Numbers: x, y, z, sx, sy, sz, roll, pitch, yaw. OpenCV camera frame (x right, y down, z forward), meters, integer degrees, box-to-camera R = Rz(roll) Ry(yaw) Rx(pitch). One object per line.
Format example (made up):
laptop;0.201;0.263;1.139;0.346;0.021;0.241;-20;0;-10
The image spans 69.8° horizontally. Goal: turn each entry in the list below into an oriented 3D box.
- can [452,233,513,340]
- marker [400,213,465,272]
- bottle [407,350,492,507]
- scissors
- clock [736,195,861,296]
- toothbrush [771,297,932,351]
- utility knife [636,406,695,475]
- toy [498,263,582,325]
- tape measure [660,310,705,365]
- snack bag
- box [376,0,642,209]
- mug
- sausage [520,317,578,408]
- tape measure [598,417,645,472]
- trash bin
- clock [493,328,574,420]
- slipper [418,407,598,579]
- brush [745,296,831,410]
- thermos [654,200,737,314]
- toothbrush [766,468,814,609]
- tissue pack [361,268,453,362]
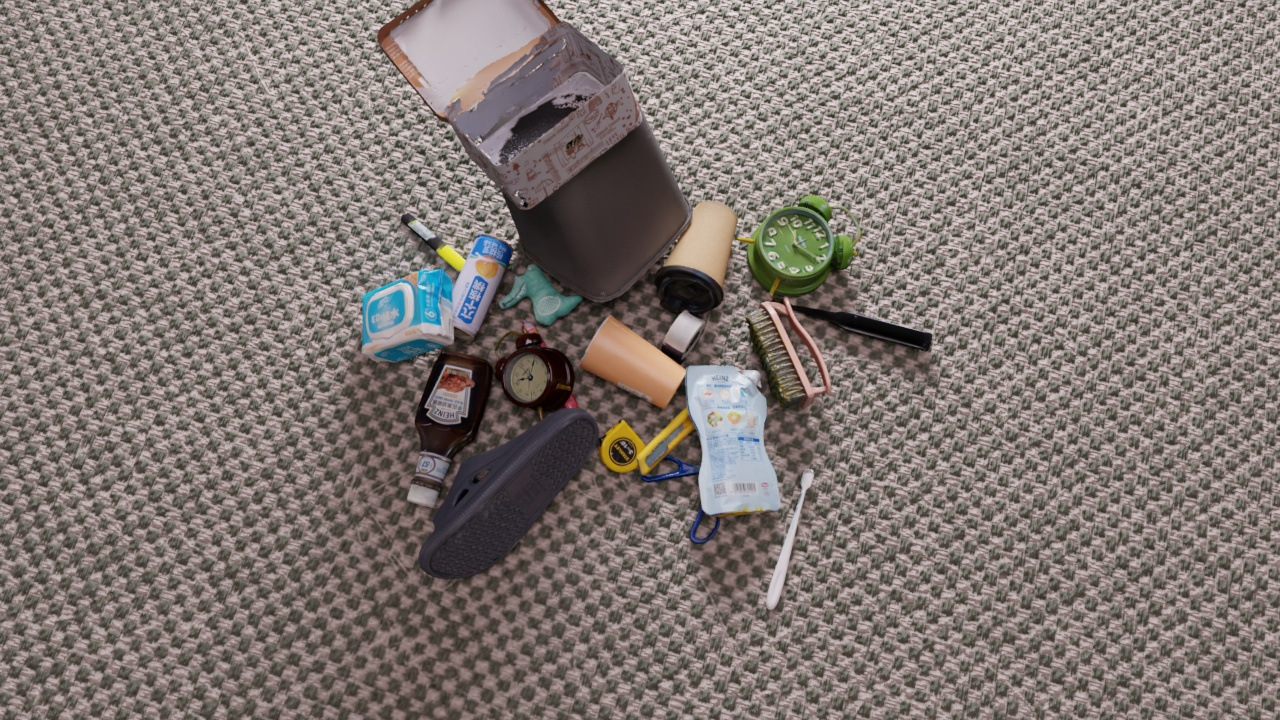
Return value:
can;-0.215;-0.096;1.202;0.053;0.053;0.134;19;74;5
marker;-0.279;-0.160;1.241;0.124;0.015;0.018;40;76;13
bottle;-0.246;0.086;1.153;0.080;0.044;0.194;13;75;7
scissors;0.084;0.149;1.157;0.176;0.012;0.162;2;72;-2
clock;0.218;-0.155;1.225;0.161;0.056;0.116;-27;76;-9
toothbrush;0.276;-0.052;1.211;0.213;0.027;0.026;15;82;5
utility knife;0.051;0.088;1.160;0.154;0.015;0.033;-43;109;-19
toy;-0.137;-0.084;1.214;0.096;0.030;0.092;-36;72;-3
tape measure;0.055;-0.032;1.181;0.033;0.066;0.065;31;75;9
snack bag;0.115;0.097;1.144;0.110;0.039;0.190;-3;74;-14
box;-0.144;-0.312;1.008;0.177;0.106;0.272;-39;72;-8
mug;-0.007;0.007;1.167;0.123;0.078;0.078;32;75;3
sausage;-0.117;0.009;1.190;0.020;0.020;0.156;-27;76;-9
tape measure;-0.024;0.112;1.155;0.057;0.029;0.060;-42;98;-11
trash bin;-0.070;-0.229;1.136;0.199;0.220;0.198;36;75;29
clock;-0.138;0.014;1.157;0.082;0.055;0.122;-48;69;16
slipper;-0.166;0.153;1.117;0.267;0.111;0.083;-45;49;-13
brush;0.189;-0.011;1.180;0.073;0.063;0.145;-20;73;-3
thermos;0.078;-0.135;1.205;0.093;0.093;0.143;19;66;4
toothbrush;0.185;0.220;1.137;0.016;0.016;0.180;17;76;6
tissue pack;-0.295;-0.056;1.158;0.140;0.063;0.090;-16;71;32
